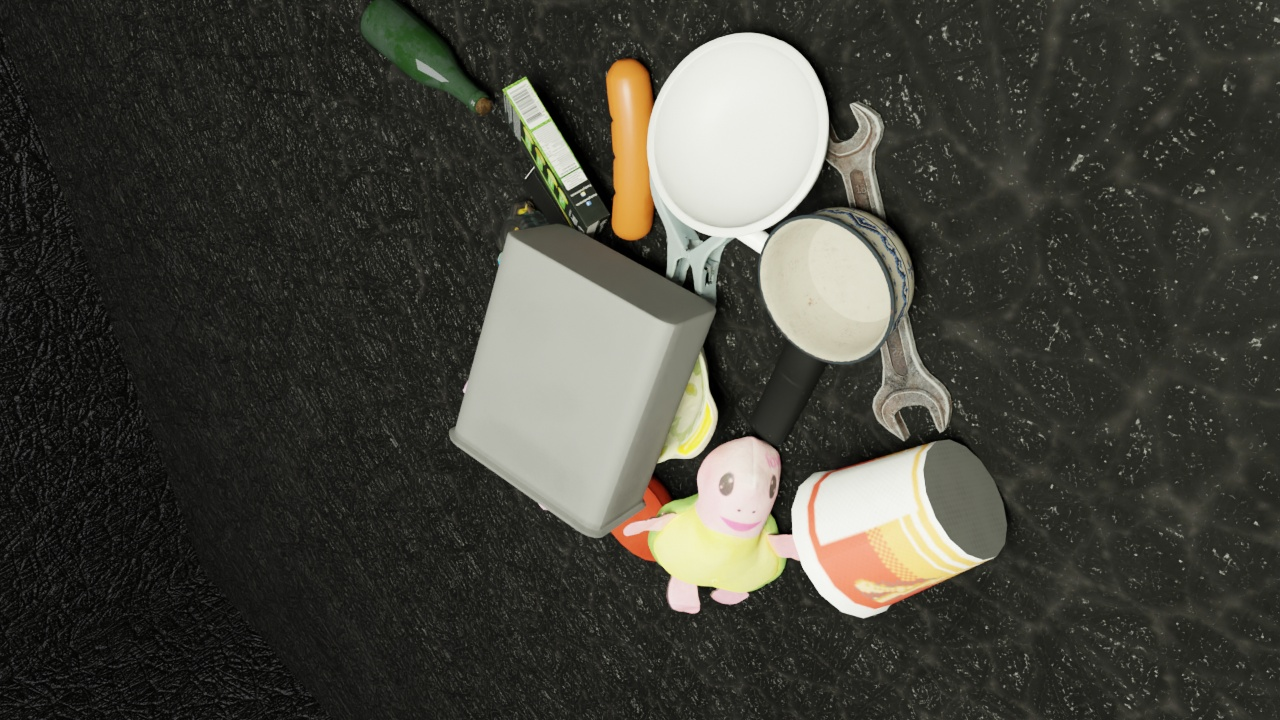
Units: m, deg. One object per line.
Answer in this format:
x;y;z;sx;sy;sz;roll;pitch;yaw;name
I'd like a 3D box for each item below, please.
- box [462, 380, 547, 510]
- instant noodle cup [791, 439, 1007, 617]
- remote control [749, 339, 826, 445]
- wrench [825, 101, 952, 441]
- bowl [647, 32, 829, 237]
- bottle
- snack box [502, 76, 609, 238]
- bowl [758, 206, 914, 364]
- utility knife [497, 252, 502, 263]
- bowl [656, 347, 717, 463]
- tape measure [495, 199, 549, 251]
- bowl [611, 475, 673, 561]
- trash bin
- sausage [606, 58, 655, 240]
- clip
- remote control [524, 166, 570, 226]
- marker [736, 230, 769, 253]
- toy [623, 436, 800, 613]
-0.153;0.098;1.177;0.202;0.044;0.087;55;148;3;box
0.208;0.127;0.726;0.121;0.123;0.123;-36;87;45;instant noodle cup
0.131;0.021;0.812;0.041;0.020;0.152;42;142;22;remote control
0.186;-0.060;0.702;0.070;0.010;0.273;2;116;48;wrench
0.079;-0.168;0.700;0.150;0.043;0.149;2;94;32;bowl
-0.216;-0.309;0.949;0.174;0.055;0.055;42;140;18;bottle
-0.081;-0.187;0.874;0.147;0.025;0.080;59;172;0;snack box
0.151;-0.062;0.681;0.115;0.059;0.116;28;133;34;bowl
-0.145;-0.056;1.076;0.031;0.015;0.158;19;130;46;utility knife
-0.005;0.005;0.899;0.219;0.060;0.189;36;121;20;bowl
-0.118;-0.130;0.977;0.062;0.038;0.067;53;140;21;tape measure
0.002;0.167;1.047;0.122;0.035;0.122;28;133;34;bowl
-0.058;0.015;0.841;0.192;0.097;0.220;31;117;22;trash bin
-0.007;-0.182;0.812;0.044;0.039;0.164;31;135;39;sausage
0.070;-0.109;0.786;0.143;0.029;0.172;24;132;38;clip
-0.083;-0.142;0.947;0.124;0.011;0.028;57;143;2;remote control
0.100;-0.095;0.740;0.133;0.017;0.020;34;164;4;marker
0.079;0.175;0.915;0.190;0.087;0.239;9;130;3;toy
